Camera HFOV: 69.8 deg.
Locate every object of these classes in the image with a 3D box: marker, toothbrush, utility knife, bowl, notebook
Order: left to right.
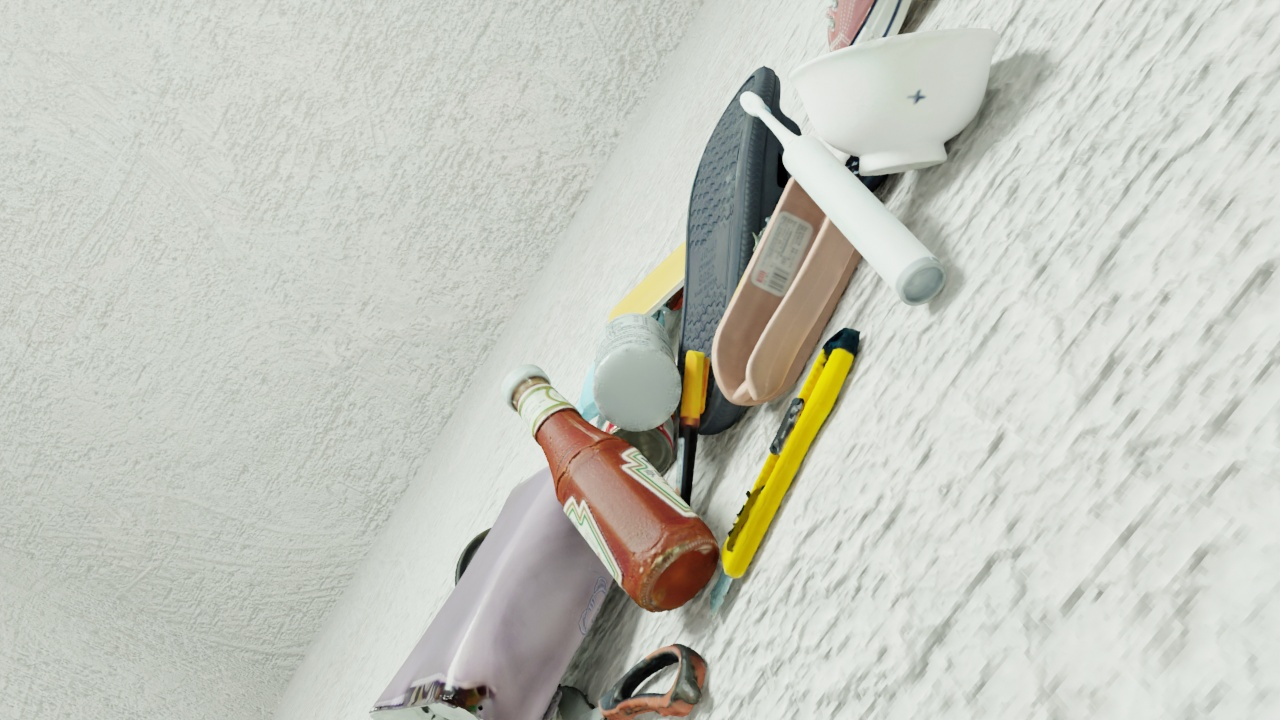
[{"bbox_3d":[0.041,-0.094,0.875,0.206,0.010,0.145,-42,13,14],"label":"notebook"},{"bbox_3d":[0.032,0.055,0.596,0.018,0.015,0.123,164,114,-70],"label":"marker"},{"bbox_3d":[0.076,0.058,0.501,0.177,0.015,0.033,-62,10,-10],"label":"utility knife"},{"bbox_3d":[0.106,-0.106,0.530,0.027,0.026,0.220,-48,41,20],"label":"toothbrush"},{"bbox_3d":[0.150,-0.144,0.535,0.118,0.118,0.065,-165,66,-77],"label":"bowl"}]

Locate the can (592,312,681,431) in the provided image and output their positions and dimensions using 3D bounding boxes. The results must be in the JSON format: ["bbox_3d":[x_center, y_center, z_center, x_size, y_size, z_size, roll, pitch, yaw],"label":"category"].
[{"bbox_3d":[-0.004,0.004,0.655,0.058,0.058,0.146,-57,8,9],"label":"can"}]

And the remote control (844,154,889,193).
[{"bbox_3d":[0.165,-0.150,0.610,0.136,0.024,0.053,-59,11,-3],"label":"remote control"}]

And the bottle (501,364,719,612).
[{"bbox_3d":[-0.030,0.068,0.573,0.060,0.059,0.206,-57,46,12],"label":"bottle"}]

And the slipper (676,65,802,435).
[{"bbox_3d":[0.083,-0.074,0.661,0.111,0.083,0.267,154,126,-69],"label":"slipper"}]

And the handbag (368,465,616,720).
[{"bbox_3d":[-0.079,0.169,0.627,0.145,0.098,0.196,-48,9,52],"label":"handbag"}]

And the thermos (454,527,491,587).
[{"bbox_3d":[-0.121,0.201,0.786,0.144,0.093,0.092,-54,12,55],"label":"thermos"}]

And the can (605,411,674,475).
[{"bbox_3d":[0.001,0.039,0.746,0.053,0.053,0.132,-54,14,25],"label":"can"}]

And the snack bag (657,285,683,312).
[{"bbox_3d":[0.032,-0.066,0.930,0.045,0.026,0.105,-64,11,-5],"label":"snack bag"}]

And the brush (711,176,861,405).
[{"bbox_3d":[0.090,-0.039,0.562,0.145,0.063,0.073,-62,13,-9],"label":"brush"}]

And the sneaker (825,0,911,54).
[{"bbox_3d":[0.178,-0.320,0.721,0.118,0.088,0.242,-72,1,-47],"label":"sneaker"}]

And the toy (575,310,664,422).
[{"bbox_3d":[-0.027,0.013,0.921,0.161,0.050,0.156,-54,5,5],"label":"toy"}]

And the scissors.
[{"bbox_3d":[-0.025,0.218,0.525,0.189,0.015,0.224,-56,13,14],"label":"scissors"}]
